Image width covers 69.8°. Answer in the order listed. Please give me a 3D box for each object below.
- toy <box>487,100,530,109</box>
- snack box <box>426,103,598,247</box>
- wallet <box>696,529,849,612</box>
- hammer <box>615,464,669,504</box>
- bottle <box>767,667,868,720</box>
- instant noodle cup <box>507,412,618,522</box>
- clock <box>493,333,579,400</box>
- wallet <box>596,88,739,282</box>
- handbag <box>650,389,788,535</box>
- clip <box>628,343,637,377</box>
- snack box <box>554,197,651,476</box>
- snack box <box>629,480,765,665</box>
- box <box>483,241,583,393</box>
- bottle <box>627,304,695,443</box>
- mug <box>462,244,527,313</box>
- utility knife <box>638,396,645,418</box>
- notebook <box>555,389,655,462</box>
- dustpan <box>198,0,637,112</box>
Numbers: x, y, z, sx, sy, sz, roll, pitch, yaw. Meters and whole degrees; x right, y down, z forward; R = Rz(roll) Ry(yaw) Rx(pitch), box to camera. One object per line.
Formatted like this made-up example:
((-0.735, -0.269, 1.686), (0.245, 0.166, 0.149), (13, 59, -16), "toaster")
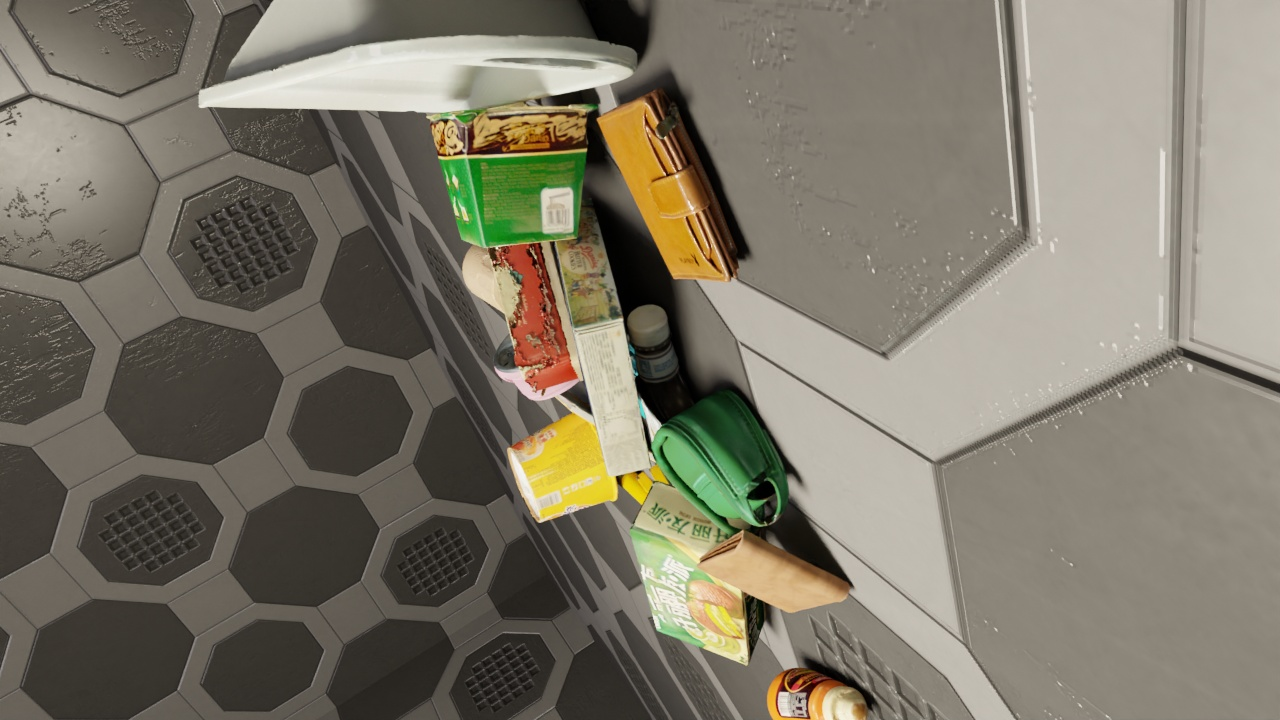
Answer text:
((-0.124, -0.267, 0.761), (0.105, 0.066, 0.157), (12, 146, 8), "toy")
((-0.100, -0.146, 0.731), (0.117, 0.118, 0.106), (-153, 56, -64), "snack box")
((0.110, 0.186, 0.790), (0.101, 0.020, 0.115), (28, 153, -5), "wallet")
((-0.015, 0.158, 1.223), (0.301, 0.032, 0.129), (33, 149, 58), "hammer")
((0.180, 0.340, 0.905), (0.066, 0.066, 0.150), (59, 157, 5), "bottle")
((-0.107, 0.146, 1.225), (0.138, 0.109, 0.138), (57, 161, 33), "instant noodle cup")
((-0.115, -0.012, 1.079), (0.060, 0.117, 0.158), (56, 167, -29), "clock")
((0.023, -0.116, 0.623), (0.131, 0.035, 0.119), (63, 170, -15), "wallet")
((0.070, 0.093, 0.778), (0.120, 0.068, 0.131), (55, 164, 13), "handbag")
((-0.003, 0.005, 0.937), (0.057, 0.047, 0.014), (47, 159, 32), "clip")
((-0.037, -0.022, 0.820), (0.182, 0.046, 0.178), (-104, 3, -46), "snack box")
((0.066, 0.226, 0.955), (0.114, 0.063, 0.240), (15, 145, 21), "snack box")
((-0.116, -0.056, 0.963), (0.091, 0.080, 0.168), (79, 175, -76), "box")
((0.023, 0.033, 0.860), (0.080, 0.044, 0.195), (50, 161, 46), "bottle")
((-0.157, -0.120, 1.104), (0.103, 0.084, 0.125), (32, 122, 56), "mug")
((0.028, 0.078, 0.985), (0.151, 0.013, 0.029), (47, 163, 31), "utility knife")
((-0.067, 0.061, 1.125), (0.146, 0.010, 0.206), (34, 178, -29), "notebook")
((-0.134, -0.185, 0.612), (0.259, 0.222, 0.142), (-35, 74, 45), "dustpan")
